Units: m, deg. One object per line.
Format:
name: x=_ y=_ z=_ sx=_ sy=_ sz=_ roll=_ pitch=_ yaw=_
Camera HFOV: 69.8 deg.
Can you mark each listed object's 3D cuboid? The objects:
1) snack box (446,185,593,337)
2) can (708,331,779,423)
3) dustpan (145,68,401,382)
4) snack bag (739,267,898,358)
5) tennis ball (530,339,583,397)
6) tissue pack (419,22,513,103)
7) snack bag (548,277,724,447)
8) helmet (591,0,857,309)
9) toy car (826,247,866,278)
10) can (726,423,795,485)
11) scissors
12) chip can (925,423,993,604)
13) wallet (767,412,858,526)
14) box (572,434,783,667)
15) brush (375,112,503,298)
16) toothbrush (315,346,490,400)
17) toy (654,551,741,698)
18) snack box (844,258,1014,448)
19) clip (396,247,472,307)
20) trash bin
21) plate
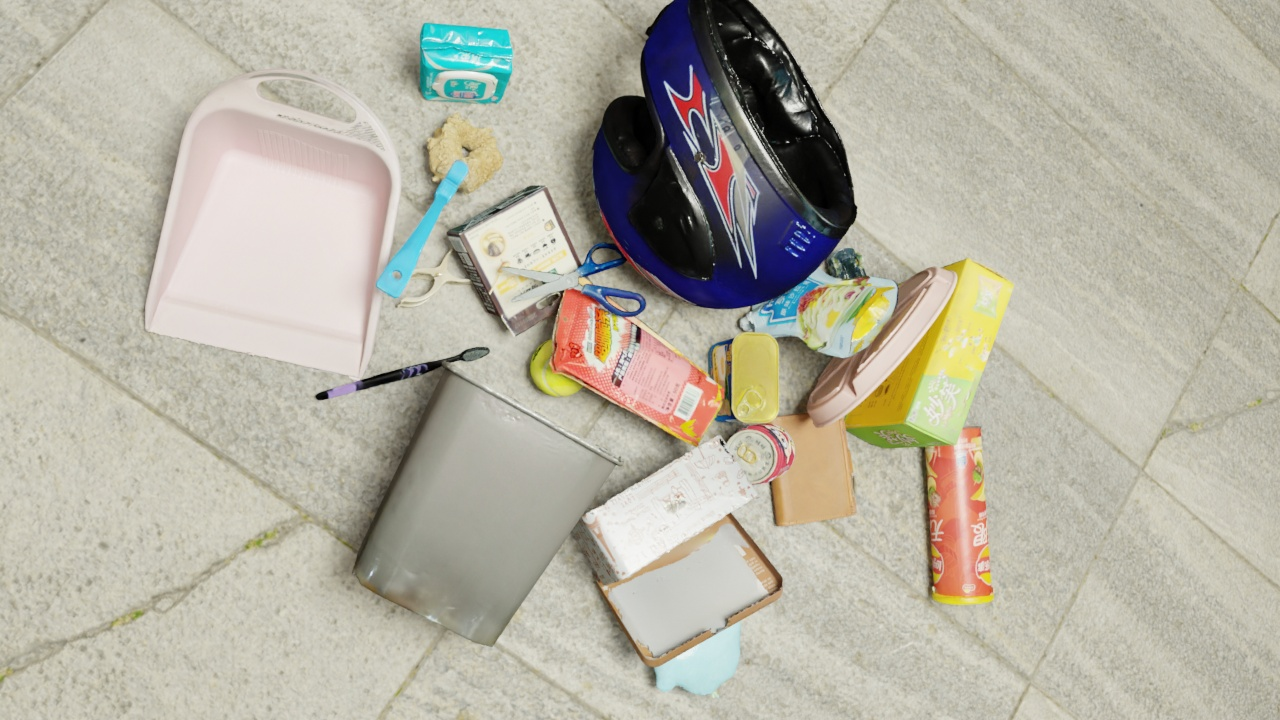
snack box: x=-0.129 y=-0.109 z=0.996 sx=0.113 sy=0.053 sz=0.126 roll=-34 pitch=117 yaw=-22
can: x=0.117 y=0.022 z=1.058 sx=0.057 sy=0.083 sz=0.102 roll=2 pitch=85 yaw=-16
dustpan: x=-0.356 y=-0.133 z=0.902 sx=0.222 sy=0.139 sz=0.273 roll=11 pitch=81 yaw=-16
snack bag: x=0.195 y=-0.060 z=1.040 sx=0.039 sy=0.191 sz=0.110 roll=38 pitch=80 yaw=-34
tennis ball: x=-0.088 y=0.008 z=1.008 sx=0.065 sy=0.065 sz=0.065 roll=2 pitch=85 yaw=-17
tissue pack: x=-0.186 y=-0.313 z=0.971 sx=0.093 sy=0.133 sz=0.050 roll=0 pitch=89 yaw=-13
snack bag: x=-0.006 y=0.006 z=1.004 sx=0.207 sy=0.073 sz=0.128 roll=32 pitch=49 yaw=-23
helmet: x=0.066 y=-0.204 z=0.977 sx=0.315 sy=0.241 sz=0.246 roll=58 pitch=35 yaw=-12
toy car: x=0.261 y=-0.094 z=1.138 sx=0.042 sy=0.034 sz=0.090 roll=-26 pitch=95 yaw=-20
can: x=0.135 y=0.106 z=1.041 sx=0.067 sy=0.093 sz=0.066 roll=0 pitch=89 yaw=21
scissors: x=-0.067 y=-0.090 z=0.981 sx=0.165 sy=0.012 sz=0.156 roll=28 pitch=50 yaw=-17
chip can: x=0.393 y=0.187 z=1.134 sx=0.073 sy=0.073 sz=0.216 roll=0 pitch=85 yaw=-17
wallet: x=0.206 y=0.127 z=1.104 sx=0.107 sy=0.031 sz=0.131 roll=-7 pitch=87 yaw=-14
box: x=0.045 y=0.213 z=0.982 sx=0.182 sy=0.155 sz=0.187 roll=-28 pitch=79 yaw=-16
brush: x=-0.211 y=-0.164 z=0.952 sx=0.083 sy=0.046 sz=0.253 roll=33 pitch=51 yaw=-19
toothbrush: x=-0.251 y=0.014 z=0.983 sx=0.188 sy=0.017 sz=0.014 roll=-16 pitch=104 yaw=-17
toy: x=0.071 y=0.301 z=1.039 sx=0.161 sy=0.050 sz=0.156 roll=-25 pitch=85 yaw=-25
snack box: x=0.337 y=-0.002 z=1.088 sx=0.070 sy=0.158 sz=0.209 roll=26 pitch=78 yaw=-10
clip: x=-0.222 y=-0.088 z=0.995 sx=0.099 sy=0.035 sz=0.071 roll=-33 pitch=94 yaw=-25
trash bin: x=-0.160 y=0.140 z=0.916 sx=0.198 sy=0.199 sz=0.219 roll=30 pitch=84 yaw=-12
plate: x=0.264 y=-0.019 z=1.033 sx=0.028 sy=0.230 sz=0.229 roll=40 pitch=75 yaw=1
